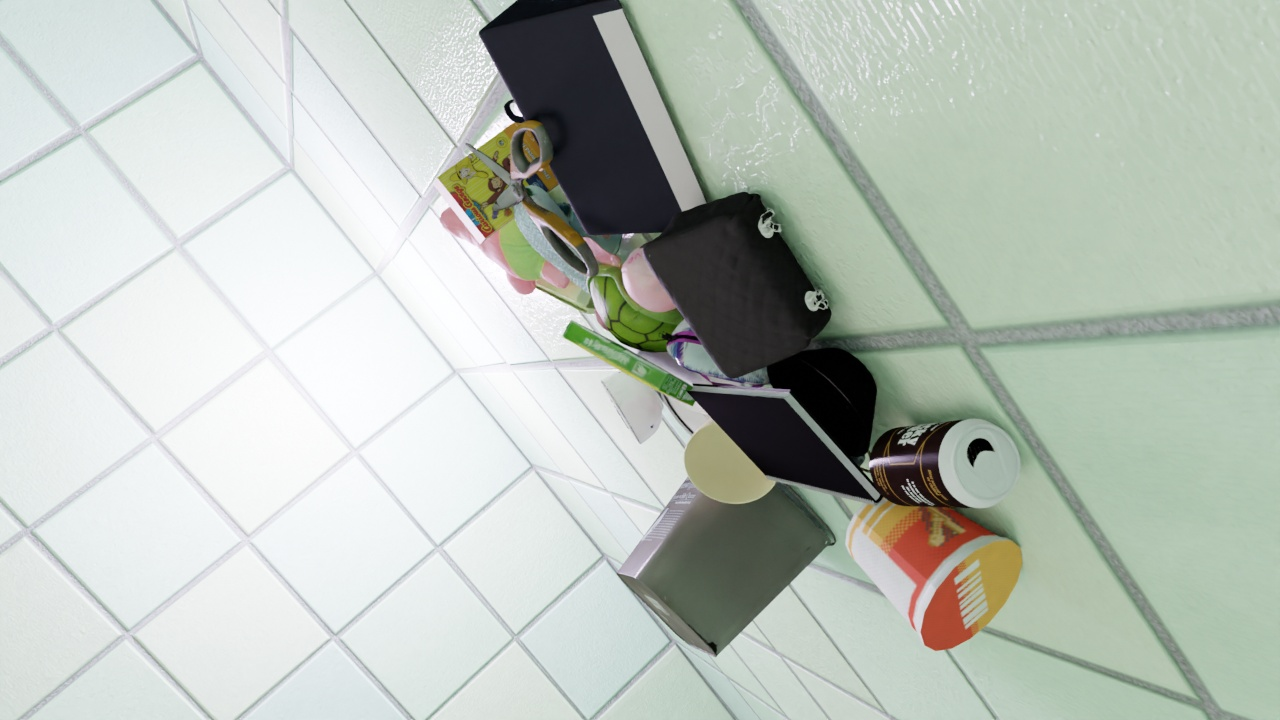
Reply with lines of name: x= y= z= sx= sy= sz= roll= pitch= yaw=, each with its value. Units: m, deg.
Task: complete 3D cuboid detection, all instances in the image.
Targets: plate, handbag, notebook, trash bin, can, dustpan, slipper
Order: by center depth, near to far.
can: x=0.254 y=0.088 z=0.778 sx=0.072 sy=0.071 sz=0.129 roll=51 pitch=163 yaw=-4
handbag: x=0.100 y=-0.079 z=0.827 sx=0.125 sy=0.114 sz=0.154 roll=-17 pitch=111 yaw=47
dustpan: x=-0.059 y=-0.244 z=0.913 sx=0.274 sy=0.079 sz=0.236 roll=4 pitch=136 yaw=39
notebook: x=0.142 y=0.082 z=0.946 sx=0.149 sy=0.016 sz=0.207 roll=47 pitch=164 yaw=-16
handbag: x=0.096 y=0.003 z=0.985 sx=0.144 sy=0.068 sz=0.170 roll=12 pitch=169 yaw=9
slipper: x=-0.053 y=-0.128 z=1.095 sx=0.245 sy=0.074 sz=0.104 roll=40 pitch=165 yaw=-30
plate: x=0.052 y=0.022 z=1.167 sx=0.188 sy=0.016 sz=0.189 roll=30 pitch=158 yaw=13
trash bin: x=0.104 y=0.262 z=1.251 sx=0.197 sy=0.219 sz=0.198 roll=45 pitch=163 yaw=-4
plate: x=0.076 y=0.078 z=1.308 sx=0.208 sy=0.015 sz=0.209 roll=44 pitch=163 yaw=17

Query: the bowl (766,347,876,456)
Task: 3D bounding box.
bowl: x=0.182 y=0.026 z=0.858 sx=0.124 sy=0.052 sz=0.124 roll=44 pitch=163 yaw=17

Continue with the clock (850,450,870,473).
clock: x=0.191 y=0.072 z=0.947 sx=0.129 sy=0.052 sz=0.090 roll=31 pitch=156 yaw=37

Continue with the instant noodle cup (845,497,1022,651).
instant noodle cup: x=0.274 y=0.189 z=0.884 sx=0.121 sy=0.123 sz=0.123 roll=42 pitch=164 yaw=49

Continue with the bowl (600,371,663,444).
bowl: x=-0.006 y=0.063 z=1.380 sx=0.113 sy=0.063 sz=0.113 roll=59 pitch=176 yaw=6

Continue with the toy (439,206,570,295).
toy: x=-0.179 y=-0.174 z=1.227 sx=0.237 sy=0.096 sz=0.192 roll=17 pitch=123 yaw=36

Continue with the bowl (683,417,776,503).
bowl: x=0.118 y=0.110 z=1.150 sx=0.118 sy=0.118 sz=0.073 roll=54 pitch=-155 yaw=-14

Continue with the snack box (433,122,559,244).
snack box: x=-0.168 y=-0.215 z=1.099 sx=0.088 sy=0.125 sz=0.040 roll=52 pitch=164 yaw=-9

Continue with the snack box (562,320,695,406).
snack box: x=-0.006 y=0.006 z=1.080 sx=0.132 sy=0.027 sz=0.168 roll=29 pitch=180 yaw=18

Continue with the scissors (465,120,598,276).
scissors: x=-0.114 y=-0.170 z=0.971 sx=0.225 sy=0.016 sz=0.226 roll=56 pitch=157 yaw=-6

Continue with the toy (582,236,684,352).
toy: x=0.008 y=-0.066 z=0.997 sx=0.190 sy=0.087 sz=0.239 roll=33 pitch=159 yaw=-5

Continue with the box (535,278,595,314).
box: x=-0.099 y=-0.123 z=1.269 sx=0.188 sy=0.091 sz=0.083 roll=27 pitch=118 yaw=51
